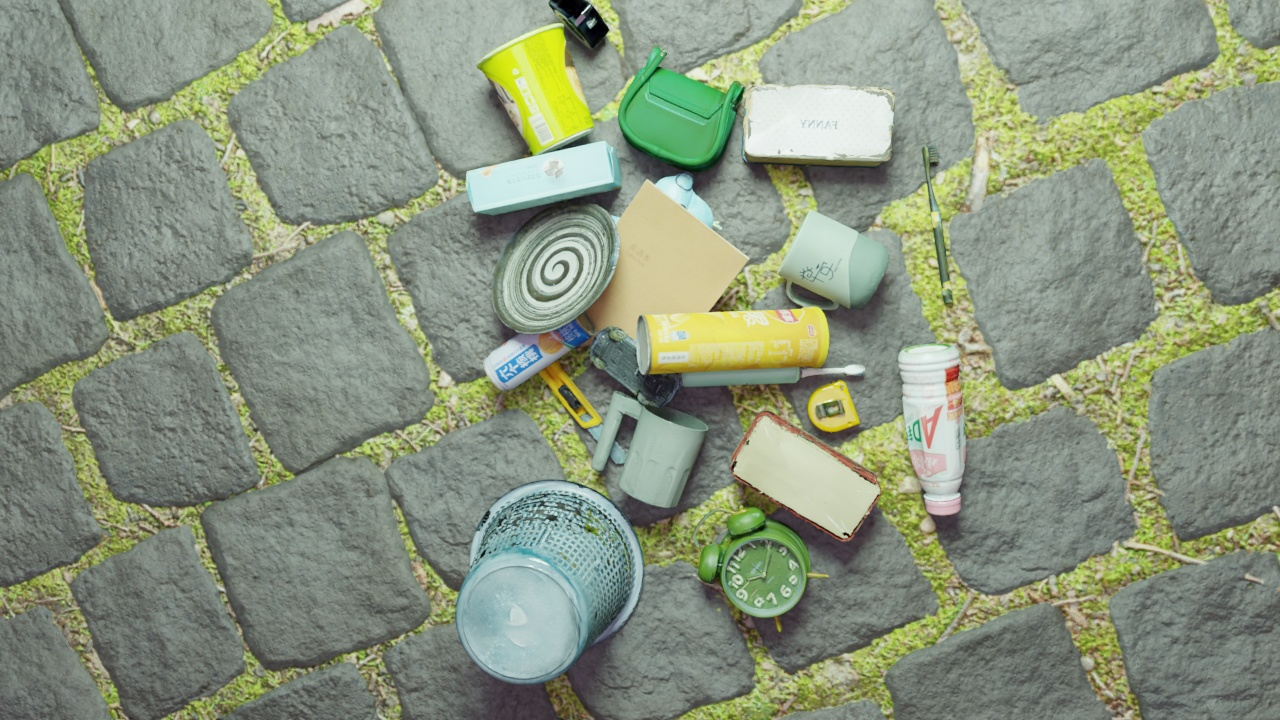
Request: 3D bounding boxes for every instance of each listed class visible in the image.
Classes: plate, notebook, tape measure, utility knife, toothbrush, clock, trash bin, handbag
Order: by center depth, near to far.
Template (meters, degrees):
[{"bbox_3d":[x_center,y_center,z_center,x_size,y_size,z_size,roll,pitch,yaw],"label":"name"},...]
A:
[{"bbox_3d":[0.045,-0.288,1.065,0.131,0.068,0.120,23,97,4],"label":"handbag"},{"bbox_3d":[-0.069,-0.398,1.069,0.033,0.066,0.065,-45,62,6],"label":"tape measure"},{"bbox_3d":[0.350,-0.158,1.071,0.017,0.012,0.186,-10,95,-3],"label":"toothbrush"},{"bbox_3d":[-0.118,0.273,1.081,0.227,0.195,0.226,1,96,6],"label":"trash bin"},{"bbox_3d":[-0.098,-0.108,1.086,0.180,0.024,0.179,-15,59,26],"label":"plate"},{"bbox_3d":[0.008,-0.085,1.088,0.149,0.012,0.212,38,116,1],"label":"notebook"},{"bbox_3d":[0.229,0.058,1.100,0.057,0.029,0.060,-20,93,9],"label":"tape measure"},{"bbox_3d":[0.156,0.015,1.106,0.224,0.027,0.026,-3,67,7],"label":"toothbrush"},{"bbox_3d":[0.136,0.245,1.117,0.161,0.056,0.116,38,98,2],"label":"clock"},{"bbox_3d":[-0.083,0.046,1.142,0.033,0.015,0.215,-39,90,12],"label":"utility knife"}]

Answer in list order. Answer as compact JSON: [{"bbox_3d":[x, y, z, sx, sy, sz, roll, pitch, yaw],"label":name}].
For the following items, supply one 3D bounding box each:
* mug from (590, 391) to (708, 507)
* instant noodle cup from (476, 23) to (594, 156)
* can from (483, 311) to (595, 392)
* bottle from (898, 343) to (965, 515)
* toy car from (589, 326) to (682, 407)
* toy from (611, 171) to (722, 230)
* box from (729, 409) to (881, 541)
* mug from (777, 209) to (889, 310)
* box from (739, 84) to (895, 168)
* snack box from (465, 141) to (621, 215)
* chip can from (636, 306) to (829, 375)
[{"bbox_3d":[0.008,0.107,1.109,0.124,0.083,0.103,21,100,15],"label":"mug"},{"bbox_3d":[-0.114,-0.309,1.069,0.112,0.111,0.123,-23,101,8],"label":"instant noodle cup"},{"bbox_3d":[-0.122,-0.017,1.105,0.135,0.053,0.053,-33,91,14],"label":"can"},{"bbox_3d":[0.344,0.081,1.072,0.068,0.068,0.197,-7,99,7],"label":"bottle"},{"bbox_3d":[-0.006,0.006,1.100,0.120,0.036,0.054,36,117,14],"label":"toy car"},{"bbox_3d":[0.018,-0.146,1.094,0.156,0.049,0.161,7,103,7],"label":"toy"},{"bbox_3d":[0.195,0.135,1.088,0.168,0.077,0.091,31,99,2],"label":"box"},{"bbox_3d":[0.219,-0.103,1.064,0.106,0.082,0.112,26,129,3],"label":"mug"},{"bbox_3d":[0.196,-0.269,1.055,0.184,0.061,0.090,6,96,8],"label":"box"},{"bbox_3d":[-0.112,-0.215,1.089,0.175,0.074,0.051,-11,94,8],"label":"snack box"},{"bbox_3d":[0.105,-0.022,1.055,0.213,0.072,0.072,-3,96,-11],"label":"chip can"}]
